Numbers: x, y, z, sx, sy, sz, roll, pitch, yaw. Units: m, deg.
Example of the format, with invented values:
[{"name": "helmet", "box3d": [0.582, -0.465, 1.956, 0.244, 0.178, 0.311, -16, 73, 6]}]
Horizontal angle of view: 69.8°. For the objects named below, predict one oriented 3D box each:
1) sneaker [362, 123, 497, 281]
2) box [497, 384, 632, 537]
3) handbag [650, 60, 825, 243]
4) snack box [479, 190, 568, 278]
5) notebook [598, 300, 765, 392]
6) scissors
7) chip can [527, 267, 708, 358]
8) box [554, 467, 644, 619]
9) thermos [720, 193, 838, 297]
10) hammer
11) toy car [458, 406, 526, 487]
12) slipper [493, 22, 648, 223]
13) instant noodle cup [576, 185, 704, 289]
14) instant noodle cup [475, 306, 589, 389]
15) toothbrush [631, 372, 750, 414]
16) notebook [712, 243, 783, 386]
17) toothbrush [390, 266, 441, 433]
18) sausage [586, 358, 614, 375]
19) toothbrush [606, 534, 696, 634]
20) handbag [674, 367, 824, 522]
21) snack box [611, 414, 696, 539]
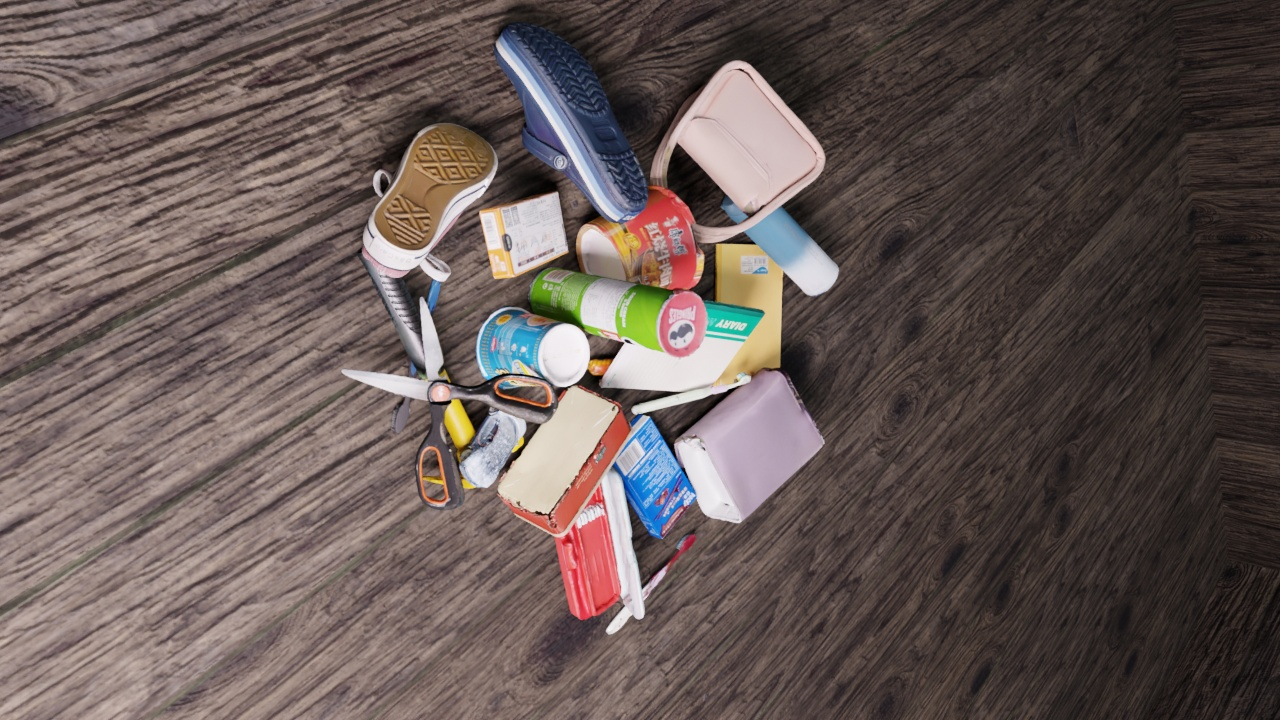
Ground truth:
[{"name": "sneaker", "box3d": [-0.223, -0.158, 0.940, 0.118, 0.088, 0.240, 33, 42, -14]}, {"name": "box", "box3d": [-0.092, 0.113, 1.090, 0.168, 0.091, 0.078, -56, 150, -22]}, {"name": "handbag", "box3d": [0.109, -0.252, 1.190, 0.193, 0.094, 0.233, 44, 64, -7]}, {"name": "snack box", "box3d": [-0.127, -0.144, 1.033, 0.153, 0.026, 0.075, -41, 125, -64]}, {"name": "notebook", "box3d": [0.058, -0.018, 1.204, 0.208, 0.012, 0.151, 4, 129, -45]}, {"name": "scissors", "box3d": [-0.193, 0.047, 0.958, 0.220, 0.022, 0.233, -5, 101, -18]}, {"name": "chip can", "box3d": [-0.032, -0.059, 1.033, 0.072, 0.236, 0.072, -12, 109, -40]}, {"name": "box", "box3d": [-0.043, 0.230, 1.152, 0.095, 0.100, 0.201, -22, 109, -39]}, {"name": "thermos", "box3d": [0.203, -0.179, 1.329, 0.220, 0.070, 0.070, 38, 70, -34]}, {"name": "hammer", "box3d": [-0.225, 0.012, 0.989, 0.128, 0.033, 0.301, -44, 125, -39]}, {"name": "toy car", "box3d": [-0.161, 0.092, 1.022, 0.049, 0.031, 0.105, 54, 53, -39]}, {"name": "slipper", "box3d": [-0.084, -0.265, 1.054, 0.253, 0.095, 0.104, 57, 33, -5]}, {"name": "instant noodle cup", "box3d": [-0.007, -0.133, 1.125, 0.108, 0.138, 0.138, -27, 113, -27]}, {"name": "instant noodle cup", "box3d": [-0.117, -0.010, 1.048, 0.099, 0.110, 0.099, -6, 100, -42]}, {"name": "toothbrush", "box3d": [0.070, 0.046, 1.263, 0.189, 0.029, 0.020, -15, 85, -27]}, {"name": "notebook", "box3d": [0.161, -0.068, 1.356, 0.145, 0.010, 0.206, -6, 99, -41]}, {"name": "toothbrush", "box3d": [-0.243, -0.013, 1.003, 0.014, 0.016, 0.189, 19, 80, -40]}, {"name": "sausage", "box3d": [-0.007, 0.007, 1.208, 0.164, 0.021, 0.021, -2, 96, -42]}, {"name": "toothbrush", "box3d": [0.014, 0.306, 1.270, 0.187, 0.017, 0.016, -44, 114, -26]}, {"name": "handbag", "box3d": [0.151, 0.116, 1.311, 0.196, 0.099, 0.145, -36, 114, -32]}, {"name": "snack box", "box3d": [0.013, 0.158, 1.241, 0.084, 0.026, 0.157, -47, 123, -27]}]
